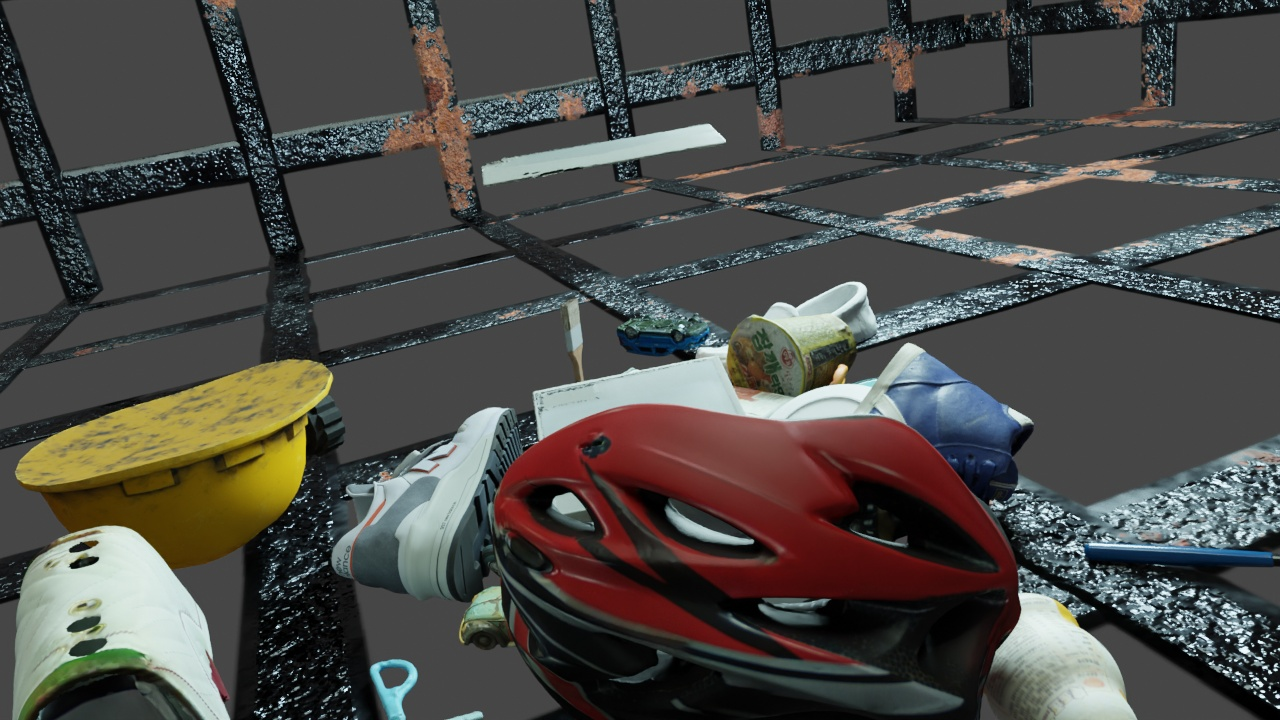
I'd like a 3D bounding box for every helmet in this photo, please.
[{"bbox_3d":[-0.382,0.104,0.805,0.206,0.131,0.254,6,23,37],"label":"helmet"},{"bbox_3d":[0.043,0.116,0.461,0.272,0.217,0.166,1,55,25],"label":"helmet"}]

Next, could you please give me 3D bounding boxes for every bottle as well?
[{"bbox_3d":[0.204,0.163,0.447,0.063,0.063,0.108,-10,18,-2],"label":"bottle"}]

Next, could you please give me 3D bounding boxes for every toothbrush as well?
[{"bbox_3d":[0.365,0.122,0.562,0.168,0.014,0.014,-3,53,28],"label":"toothbrush"}]

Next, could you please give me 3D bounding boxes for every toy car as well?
[{"bbox_3d":[0.029,-0.030,1.135,0.120,0.043,0.056,2,22,35],"label":"toy car"},{"bbox_3d":[-0.069,0.161,0.616,0.112,0.047,0.047,-7,22,7],"label":"toy car"}]

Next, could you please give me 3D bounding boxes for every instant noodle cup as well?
[{"bbox_3d":[0.157,-0.005,0.923,0.108,0.102,0.102,-17,19,-40],"label":"instant noodle cup"}]

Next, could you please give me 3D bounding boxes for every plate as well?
[{"bbox_3d":[0.152,0.065,0.753,0.135,0.011,0.134,-19,38,16],"label":"plate"}]

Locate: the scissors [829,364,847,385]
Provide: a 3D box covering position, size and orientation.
[{"bbox_3d":[0.184,0.036,0.880,0.013,0.070,0.130,25,8,14],"label":"scissors"}]

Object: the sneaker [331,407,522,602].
[{"bbox_3d":[-0.175,0.110,0.754,0.124,0.089,0.239,-5,22,5],"label":"sneaker"}]

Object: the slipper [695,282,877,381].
[{"bbox_3d":[0.169,-0.031,1.044,0.246,0.074,0.112,-21,6,-25],"label":"slipper"}]

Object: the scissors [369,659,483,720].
[{"bbox_3d":[-0.163,0.222,0.544,0.135,0.015,0.135,-9,20,-16],"label":"scissors"}]

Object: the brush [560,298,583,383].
[{"bbox_3d":[-0.061,0.013,0.896,0.008,0.143,0.045,-5,11,10],"label":"brush"}]

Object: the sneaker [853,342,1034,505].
[{"bbox_3d":[0.186,0.096,0.648,0.118,0.092,0.232,32,56,23],"label":"sneaker"}]

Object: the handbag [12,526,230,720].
[{"bbox_3d":[-0.287,0.185,0.511,0.096,0.142,0.199,-17,21,-28],"label":"handbag"}]

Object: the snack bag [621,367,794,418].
[{"bbox_3d":[0.048,0.047,0.909,0.226,0.041,0.077,7,24,45],"label":"snack bag"}]

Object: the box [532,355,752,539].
[{"bbox_3d":[0.029,0.219,0.779,0.169,0.404,0.171,-10,19,-5],"label":"box"}]

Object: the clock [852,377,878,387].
[{"bbox_3d":[0.229,0.048,0.792,0.124,0.053,0.089,6,25,39],"label":"clock"}]

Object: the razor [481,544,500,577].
[{"bbox_3d":[-0.091,0.130,0.721,0.047,0.052,0.142,4,14,-2],"label":"razor"}]
